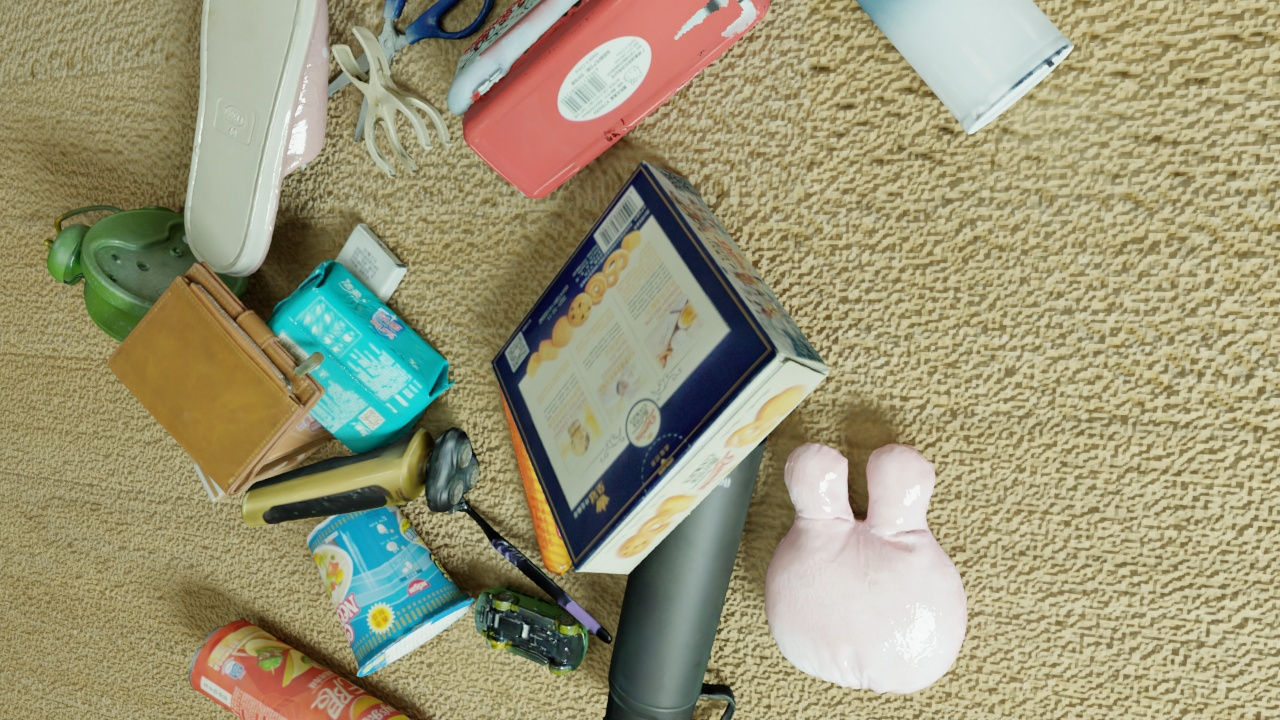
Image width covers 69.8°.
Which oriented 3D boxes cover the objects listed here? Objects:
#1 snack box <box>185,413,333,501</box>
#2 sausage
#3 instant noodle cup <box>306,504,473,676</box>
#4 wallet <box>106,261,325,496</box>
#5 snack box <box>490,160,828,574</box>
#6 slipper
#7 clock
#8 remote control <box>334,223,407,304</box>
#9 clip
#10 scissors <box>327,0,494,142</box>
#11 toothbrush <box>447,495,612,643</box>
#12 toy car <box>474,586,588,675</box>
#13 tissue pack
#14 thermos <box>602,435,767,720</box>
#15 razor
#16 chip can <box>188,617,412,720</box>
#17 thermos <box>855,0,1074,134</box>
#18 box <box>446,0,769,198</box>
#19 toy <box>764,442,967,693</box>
[{"bbox_3d":[-0.304,0.042,0.713,0.093,0.076,0.094,-32,86,43],"label":"snack box"},{"bbox_3d":[-0.076,0.080,0.661,0.021,0.021,0.165,-11,96,26],"label":"sausage"},{"bbox_3d":[-0.196,0.165,0.699,0.099,0.099,0.110,-42,74,25],"label":"instant noodle cup"},{"bbox_3d":[-0.291,0.008,0.633,0.119,0.035,0.130,-45,85,9],"label":"wallet"},{"bbox_3d":[-0.003,0.003,0.552,0.178,0.045,0.182,-49,48,24],"label":"snack box"},{"bbox_3d":[-0.277,-0.195,0.674,0.114,0.054,0.274,20,104,26],"label":"slipper"},{"bbox_3d":[-0.386,-0.071,0.720,0.161,0.115,0.056,41,124,9],"label":"clock"},{"bbox_3d":[-0.227,-0.042,0.703,0.049,0.024,0.125,44,114,10],"label":"remote control"},{"bbox_3d":[-0.164,-0.182,0.634,0.087,0.034,0.104,-5,104,25],"label":"clip"},{"bbox_3d":[-0.166,-0.232,0.644,0.163,0.012,0.162,12,107,22],"label":"scissors"},{"bbox_3d":[-0.090,0.144,0.665,0.189,0.016,0.014,35,111,27],"label":"toothbrush"},{"bbox_3d":[-0.079,0.196,0.678,0.091,0.036,0.043,17,106,21],"label":"toy car"},{"bbox_3d":[-0.211,0.002,0.674,0.093,0.050,0.133,-37,107,23],"label":"tissue pack"},{"bbox_3d":[0.034,0.154,0.609,0.090,0.068,0.243,9,108,-6],"label":"thermos"},{"bbox_3d":[-0.201,0.091,0.662,0.167,0.067,0.062,-12,140,-4],"label":"razor"},{"bbox_3d":[-0.274,0.294,0.766,0.217,0.073,0.073,21,108,19],"label":"chip can"},{"bbox_3d":[0.131,-0.223,0.483,0.070,0.070,0.220,-40,83,25],"label":"thermos"},{"bbox_3d":[-0.025,-0.202,0.571,0.201,0.100,0.095,-33,126,25],"label":"box"},{"bbox_3d":[0.135,0.125,0.557,0.121,0.054,0.159,2,102,17],"label":"toy"}]
